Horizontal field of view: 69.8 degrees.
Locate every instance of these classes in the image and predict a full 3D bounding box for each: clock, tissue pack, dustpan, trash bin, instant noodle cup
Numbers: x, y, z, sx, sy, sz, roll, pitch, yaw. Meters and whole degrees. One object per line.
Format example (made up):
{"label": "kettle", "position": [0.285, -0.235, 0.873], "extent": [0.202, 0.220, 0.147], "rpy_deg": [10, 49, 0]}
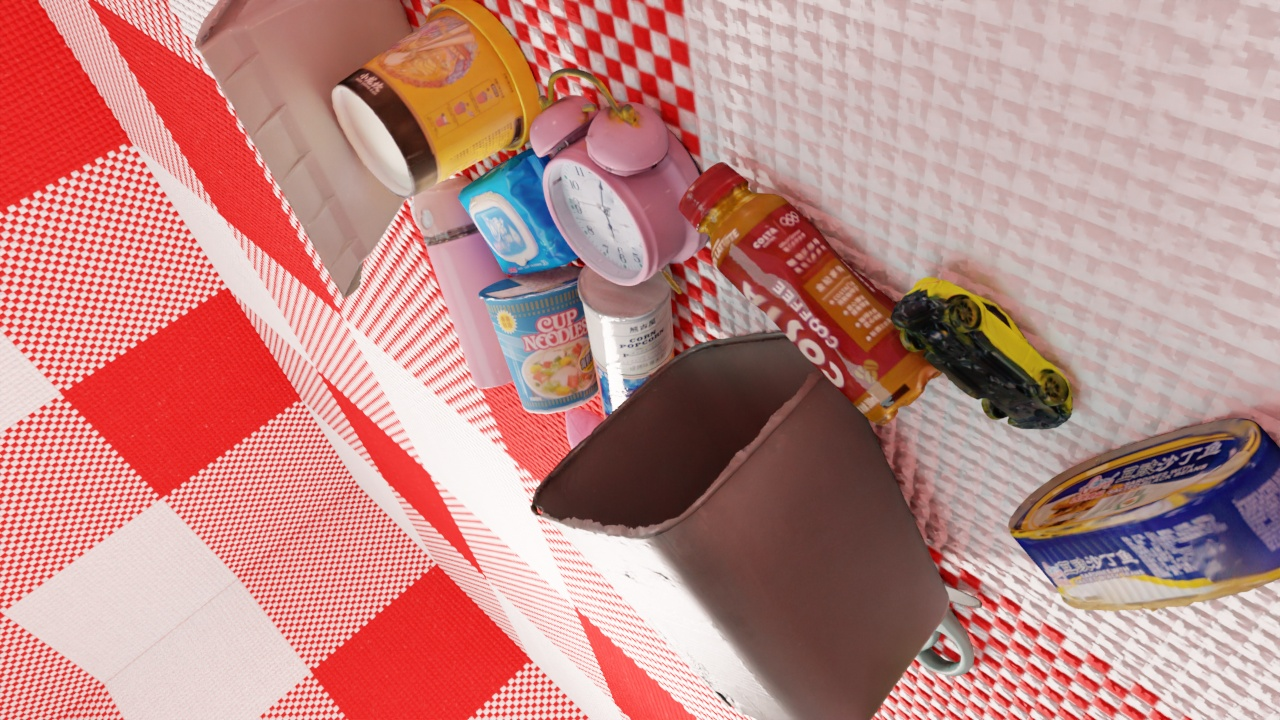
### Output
{"label": "clock", "position": [-0.018, -0.122, 0.612], "extent": [0.117, 0.059, 0.159], "rpy_deg": [25, 145, 43]}
{"label": "tissue pack", "position": [-0.100, -0.120, 0.769], "extent": [0.095, 0.052, 0.157], "rpy_deg": [58, 155, -17]}
{"label": "dustpan", "position": [-0.270, -0.219, 0.752], "extent": [0.143, 0.256, 0.223], "rpy_deg": [7, 138, 25]}
{"label": "trash bin", "position": [0.077, 0.123, 0.637], "extent": [0.220, 0.198, 0.199], "rpy_deg": [56, 154, -17]}
{"label": "instant noodle cup", "position": [-0.154, -0.189, 0.684], "extent": [0.118, 0.114, 0.119], "rpy_deg": [40, 156, 22]}
{"label": "instant noodle cup", "position": [-0.080, -0.017, 0.796], "extent": [0.099, 0.099, 0.110], "rpy_deg": [14, 121, 54]}

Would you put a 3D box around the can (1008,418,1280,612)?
{"label": "can", "position": [0.240, 0.075, 0.432], "extent": [0.049, 0.074, 0.148], "rpy_deg": [51, 157, 5]}

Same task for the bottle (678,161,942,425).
{"label": "bottle", "position": [0.096, -0.042, 0.532], "extent": [0.175, 0.057, 0.058], "rpy_deg": [46, 157, 9]}

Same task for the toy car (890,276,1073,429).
{"label": "toy car", "position": [0.180, -0.004, 0.475], "extent": [0.105, 0.032, 0.048], "rpy_deg": [40, 157, -6]}

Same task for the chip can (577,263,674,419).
{"label": "chip can", "position": [-0.005, 0.004, 0.764], "extent": [0.071, 0.071, 0.215], "rpy_deg": [37, 154, 27]}

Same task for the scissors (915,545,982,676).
{"label": "scissors", "position": [0.209, 0.191, 0.731], "extent": [0.170, 0.019, 0.179], "rpy_deg": [9, 133, 56]}

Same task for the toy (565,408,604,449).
{"label": "toy", "position": [-0.018, 0.109, 0.898], "extent": [0.178, 0.075, 0.194], "rpy_deg": [43, -172, 12]}

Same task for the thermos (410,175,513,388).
{"label": "thermos", "position": [-0.167, -0.075, 0.886], "extent": [0.087, 0.067, 0.199], "rpy_deg": [-4, 110, 43]}
